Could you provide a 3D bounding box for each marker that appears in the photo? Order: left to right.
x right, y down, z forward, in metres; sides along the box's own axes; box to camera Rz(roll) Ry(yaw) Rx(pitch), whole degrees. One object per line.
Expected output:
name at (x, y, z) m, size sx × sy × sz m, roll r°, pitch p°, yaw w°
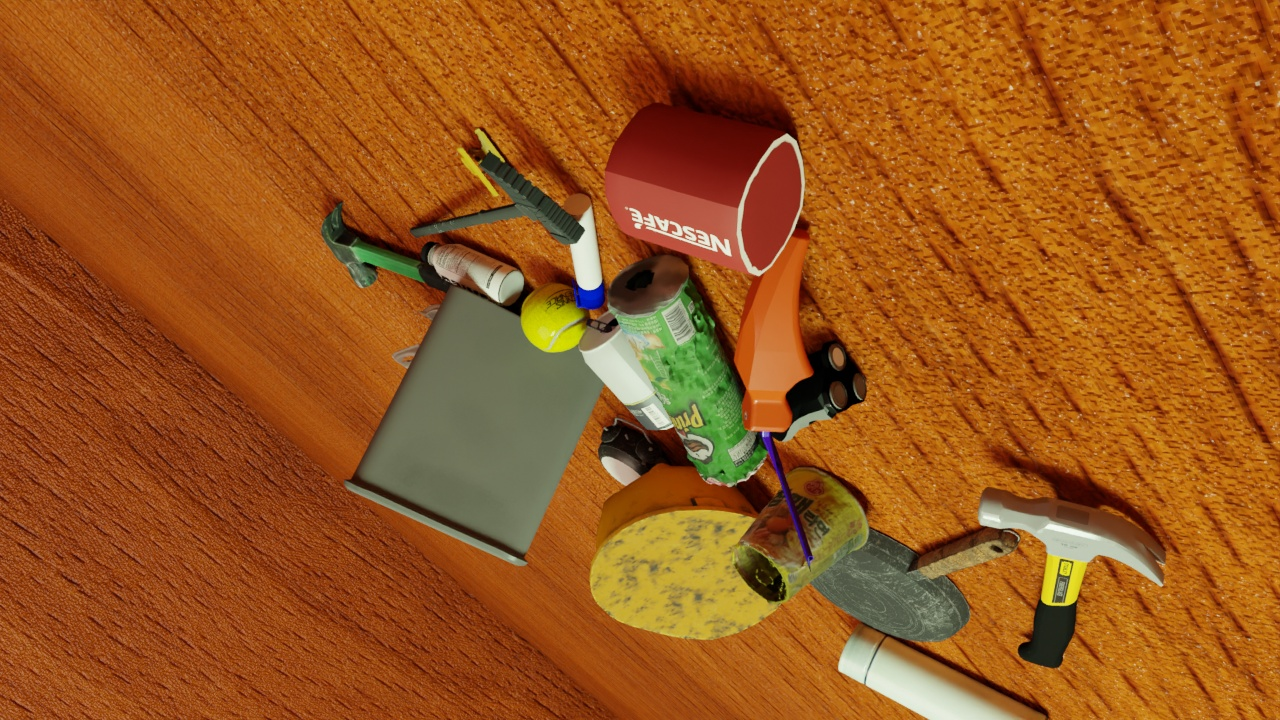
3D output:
marker at (-0.049, -0.090, 0.791) m, size 0.027 × 0.023 × 0.133 m, roll -9°, pitch 149°, yaw -2°

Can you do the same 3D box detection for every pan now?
pan at (0.264, 0.214, 0.913) m, size 0.207 × 0.040 × 0.358 m, roll 35°, pitch 157°, yaw 2°

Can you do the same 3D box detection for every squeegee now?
squeegee at (0.095, -0.005, 0.655) m, size 0.055 × 0.249 × 0.185 m, roll 3°, pitch 119°, yaw -6°

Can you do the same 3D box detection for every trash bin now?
trash bin at (-0.159, 0.066, 0.928) m, size 0.192 × 0.219 × 0.098 m, roll 26°, pitch 168°, yaw -8°

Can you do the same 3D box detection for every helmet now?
helmet at (0.047, 0.196, 1.033) m, size 0.255 × 0.206 × 0.131 m, roll 41°, pitch -158°, yaw -38°

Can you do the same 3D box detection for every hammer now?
hammer at (-0.241, -0.098, 1.027) m, size 0.319 × 0.032 × 0.130 m, roll 20°, pitch 151°, yaw 30°
hammer at (-0.162, -0.132, 0.838) m, size 0.095 × 0.015 × 0.325 m, roll 39°, pitch 163°, yaw -27°
hammer at (0.349, 0.199, 0.767) m, size 0.127 × 0.029 × 0.324 m, roll 9°, pitch 149°, yaw 25°

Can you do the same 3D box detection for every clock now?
clock at (-0.010, 0.119, 1.091) m, size 0.091 × 0.043 × 0.123 m, roll 22°, pitch 152°, yaw 29°

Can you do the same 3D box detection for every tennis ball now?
tennis ball at (-0.081, -0.041, 0.874) m, size 0.065 × 0.065 × 0.065 m, roll 29°, pitch 155°, yaw 15°

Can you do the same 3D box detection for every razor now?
razor at (0.132, 0.034, 0.751) m, size 0.060 × 0.057 × 0.156 m, roll 8°, pitch 160°, yaw -16°

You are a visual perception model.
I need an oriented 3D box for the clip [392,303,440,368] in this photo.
clip at (-0.192, -0.020, 1.049) m, size 0.151 × 0.110 × 0.126 m, roll -21°, pitch 157°, yaw 12°

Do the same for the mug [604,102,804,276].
mug at (0.046, -0.100, 0.589) m, size 0.097 × 0.080 × 0.116 m, roll 22°, pitch 159°, yaw 29°

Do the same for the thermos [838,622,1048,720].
thermos at (0.349, 0.389, 1.074) m, size 0.230 × 0.067 × 0.068 m, roll 22°, pitch 152°, yaw 29°

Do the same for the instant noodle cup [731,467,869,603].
instant noodle cup at (0.146, 0.170, 0.876) m, size 0.102 × 0.108 × 0.102 m, roll 33°, pitch 142°, yaw 30°

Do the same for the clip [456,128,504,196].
clip at (-0.135, -0.165, 0.773) m, size 0.048 × 0.046 × 0.054 m, roll -16°, pitch 129°, yaw 30°

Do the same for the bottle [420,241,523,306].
bottle at (-0.175, -0.093, 0.935) m, size 0.116 × 0.041 × 0.041 m, roll 24°, pitch 153°, yaw 25°

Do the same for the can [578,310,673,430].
can at (-0.005, 0.005, 0.857) m, size 0.064 × 0.064 × 0.127 m, roll -1°, pitch 137°, yaw 53°

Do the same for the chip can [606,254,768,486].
chip can at (0.043, 0.013, 0.786) m, size 0.075 × 0.075 × 0.223 m, roll 14°, pitch 144°, yaw 41°
